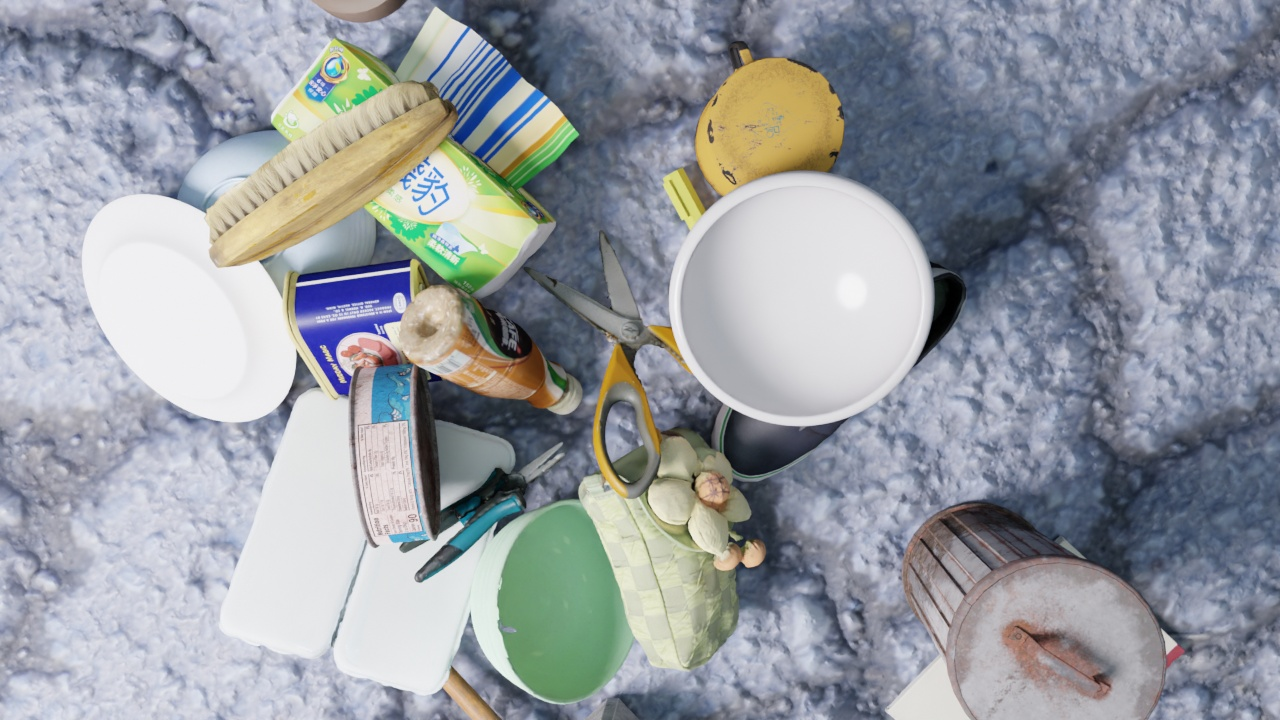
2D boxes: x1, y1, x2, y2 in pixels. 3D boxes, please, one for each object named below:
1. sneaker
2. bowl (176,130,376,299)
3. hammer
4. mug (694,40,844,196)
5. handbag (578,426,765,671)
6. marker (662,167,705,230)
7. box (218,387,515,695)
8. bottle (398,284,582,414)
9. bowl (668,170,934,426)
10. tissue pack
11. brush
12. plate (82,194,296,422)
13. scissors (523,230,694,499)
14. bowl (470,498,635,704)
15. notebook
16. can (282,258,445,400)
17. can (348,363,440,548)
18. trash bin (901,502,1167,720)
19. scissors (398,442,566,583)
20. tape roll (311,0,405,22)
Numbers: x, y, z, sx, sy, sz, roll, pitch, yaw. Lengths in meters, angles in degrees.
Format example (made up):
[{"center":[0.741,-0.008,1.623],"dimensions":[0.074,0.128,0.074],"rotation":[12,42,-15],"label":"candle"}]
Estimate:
[{"center":[0.150,0.009,0.707],"dimensions":[0.235,0.079,0.084],"rotation":[-42,97,5],"label":"sneaker"},{"center":[-0.285,-0.102,0.694],"dimensions":[0.150,0.074,0.150],"rotation":[0,98,-1],"label":"bowl"},{"center":[-0.136,0.283,0.752],"dimensions":[0.163,0.083,0.317],"rotation":[-44,88,5],"label":"hammer"},{"center":[0.089,-0.177,0.674],"dimensions":[0.100,0.094,0.124],"rotation":[-20,97,2],"label":"mug"},{"center":[0.038,0.141,0.700],"dimensions":[0.117,0.113,0.186],"rotation":[-13,98,41],"label":"handbag"},{"center":[0.054,-0.092,0.723],"dimensions":[0.021,0.018,0.124],"rotation":[-36,100,-41],"label":"marker"},{"center":[-0.212,0.138,0.723],"dimensions":[0.189,0.037,0.208],"rotation":[19,78,-4],"label":"box"},{"center":[-0.100,0.001,0.674],"dimensions":[0.059,0.167,0.059],"rotation":[-13,63,28],"label":"bottle"},{"center":[0.111,-0.046,0.645],"dimensions":[0.177,0.066,0.177],"rotation":[3,108,9],"label":"bowl"},{"center":[-0.138,-0.160,0.669],"dimensions":[0.197,0.120,0.141],"rotation":[41,99,-12],"label":"tissue pack"},{"center":[-0.205,-0.119,0.597],"dimensions":[0.195,0.059,0.043],"rotation":[-29,87,13],"label":"brush"},{"center":[-0.346,-0.031,0.688],"dimensions":[0.189,0.016,0.189],"rotation":[9,121,16],"label":"plate"},{"center":[-0.003,0.002,0.680],"dimensions":[0.225,0.016,0.216],"rotation":[28,62,6],"label":"scissors"},{"center":[-0.075,0.184,0.714],"dimensions":[0.077,0.150,0.151],"rotation":[-9,100,42],"label":"bowl"},{"center":[0.334,0.271,0.777],"dimensions":[0.153,0.012,0.209],"rotation":[42,96,-6],"label":"notebook"},{"center":[-0.201,-0.023,0.689],"dimensions":[0.092,0.116,0.056],"rotation":[-8,57,-2],"label":"can"},{"center":[-0.174,0.066,0.658],"dimensions":[0.044,0.130,0.130],"rotation":[-6,97,-7],"label":"can"},{"center":[0.268,0.183,0.656],"dimensions":[0.131,0.211,0.131],"rotation":[0,93,6],"label":"trash bin"},{"center":[-0.125,0.112,0.704],"dimensions":[0.144,0.126,0.019],"rotation":[-8,135,20],"label":"scissors"},{"center":[-0.216,-0.305,0.689],"dimensions":[0.094,0.030,0.094],"rotation":[0,97,0],"label":"tape roll"}]
